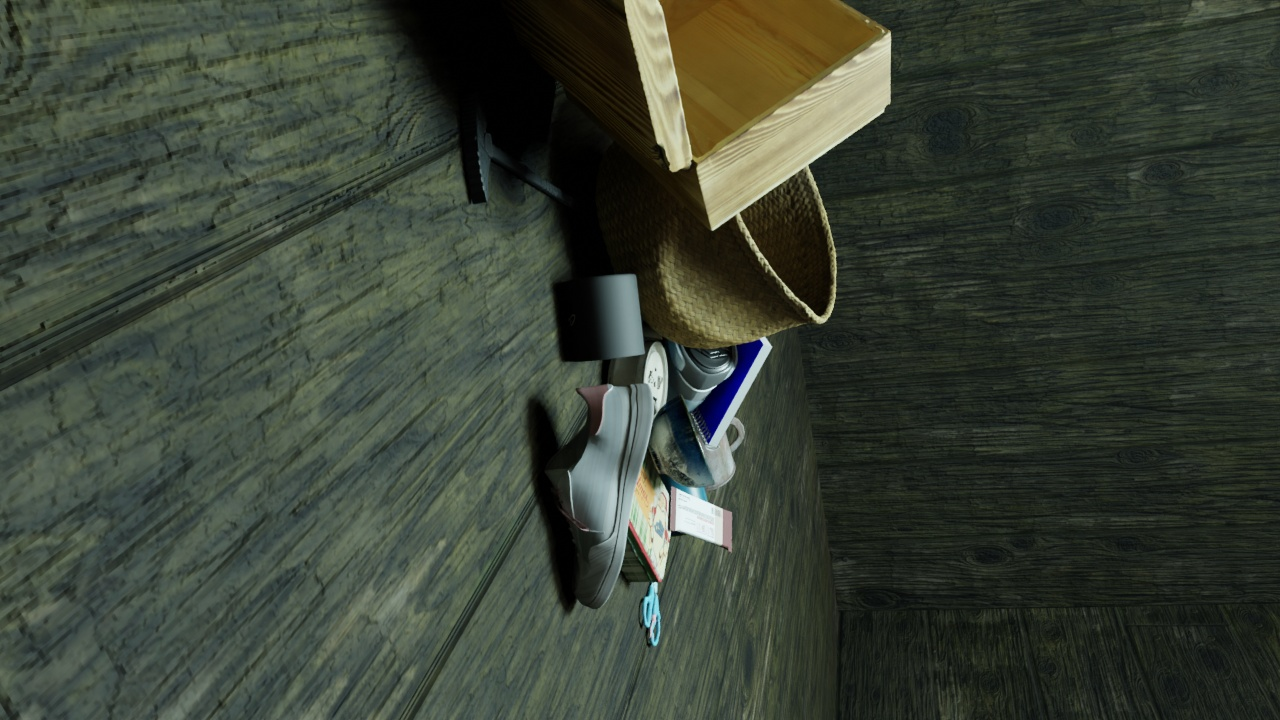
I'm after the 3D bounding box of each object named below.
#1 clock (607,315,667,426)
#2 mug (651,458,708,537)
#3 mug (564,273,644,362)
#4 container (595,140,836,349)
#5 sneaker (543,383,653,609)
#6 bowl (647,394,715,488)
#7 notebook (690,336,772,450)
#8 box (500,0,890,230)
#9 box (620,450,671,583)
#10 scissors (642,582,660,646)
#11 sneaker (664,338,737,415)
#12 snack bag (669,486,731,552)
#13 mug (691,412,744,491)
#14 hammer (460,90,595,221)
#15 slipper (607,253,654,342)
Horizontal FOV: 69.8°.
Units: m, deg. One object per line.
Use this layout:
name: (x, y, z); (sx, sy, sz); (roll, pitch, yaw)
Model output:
clock: (-0.006, 0.007, 1.125); (0.103, 0.061, 0.157); (12, 80, -73)
mug: (0.053, 0.174, 1.253); (0.078, 0.078, 0.121); (6, 75, -74)
mug: (-0.042, -0.046, 1.009); (0.113, 0.078, 0.088); (-174, -102, -79)
container: (0.089, -0.169, 1.112); (0.307, 0.197, 0.306); (36, 45, -47)
sneaker: (-0.054, 0.129, 0.905); (0.099, 0.089, 0.236); (-120, -139, -76)
bowl: (0.042, 0.103, 1.086); (0.114, 0.061, 0.114); (-12, 81, -89)
notebook: (0.106, 0.001, 1.291); (0.172, 0.022, 0.209); (-64, -156, 22)
box: (0.022, -0.336, 0.828); (0.279, 0.286, 0.337); (49, -9, 32)
box: (-0.012, 0.166, 1.069); (0.206, 0.051, 0.117); (67, 23, -44)
scissors: (0.014, 0.294, 1.192); (0.076, 0.015, 0.141); (64, 19, -47)
sneaker: (0.060, -0.032, 1.298); (0.256, 0.093, 0.161); (-93, -158, -44)
snack bag: (0.080, 0.209, 1.196); (0.157, 0.013, 0.057); (30, 54, -50)
mug: (0.099, 0.118, 1.349); (0.096, 0.122, 0.110); (39, -28, 47)
hammer: (-0.101, -0.175, 0.938); (0.324, 0.015, 0.095); (12, 73, -74)
slipper: (0.000, -0.124, 1.193); (0.118, 0.060, 0.295); (-31, 114, -69)
